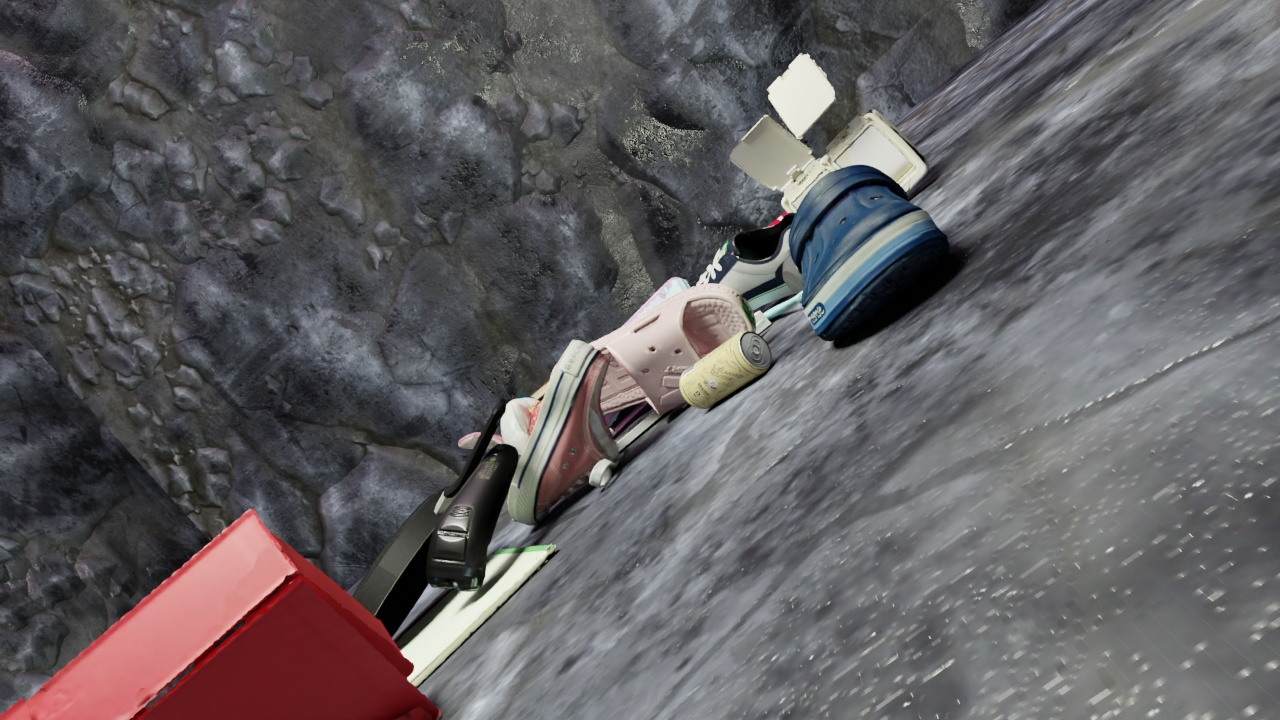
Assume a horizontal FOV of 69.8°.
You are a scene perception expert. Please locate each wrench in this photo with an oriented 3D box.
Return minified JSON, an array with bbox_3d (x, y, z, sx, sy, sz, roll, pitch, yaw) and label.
[{"bbox_3d":[0.029,0.043,0.976,0.274,0.018,0.086,-41,3,14],"label":"wrench"}]

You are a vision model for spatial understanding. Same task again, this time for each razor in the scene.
[{"bbox_3d":[-0.145,0.142,0.830,0.054,0.067,0.151,1,44,19],"label":"razor"}]

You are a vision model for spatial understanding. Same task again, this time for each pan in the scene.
[{"bbox_3d":[-0.217,0.176,0.911,0.357,0.034,0.224,-60,-3,24],"label":"pan"}]

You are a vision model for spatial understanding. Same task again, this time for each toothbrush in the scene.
[{"bbox_3d":[0.143,-0.051,0.927,0.016,0.016,0.181,-43,2,-8],"label":"toothbrush"}]

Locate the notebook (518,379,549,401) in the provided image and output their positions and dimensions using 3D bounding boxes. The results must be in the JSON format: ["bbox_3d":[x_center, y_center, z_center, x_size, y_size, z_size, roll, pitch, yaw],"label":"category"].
[{"bbox_3d":[-0.078,0.047,1.288,0.178,0.014,0.250,0,-20,-29],"label":"notebook"}]

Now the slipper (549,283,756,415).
[{"bbox_3d":[0.007,0.009,0.891,0.240,0.094,0.064,-24,28,31],"label":"slipper"}]

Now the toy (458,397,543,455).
[{"bbox_3d":[-0.141,0.082,1.217,0.158,0.084,0.195,-7,-18,-35],"label":"toy"}]

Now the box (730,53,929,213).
[{"bbox_3d":[0.195,-0.218,0.989,0.144,0.191,0.068,-47,1,27],"label":"box"}]

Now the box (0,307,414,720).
[{"bbox_3d":[-0.328,0.149,0.582,0.213,0.325,0.153,-43,-28,-14],"label":"box"}]

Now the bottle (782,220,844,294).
[{"bbox_3d":[0.188,-0.110,0.906,0.112,0.047,0.047,-42,3,-16],"label":"bottle"}]

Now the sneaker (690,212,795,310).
[{"bbox_3d":[0.098,-0.094,1.007,0.236,0.079,0.084,-25,34,37],"label":"sneaker"}]

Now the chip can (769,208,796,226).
[{"bbox_3d":[0.198,-0.160,1.279,0.220,0.069,0.069,-41,3,4],"label":"chip can"}]

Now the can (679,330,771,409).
[{"bbox_3d":[0.070,0.008,0.761,0.080,0.038,0.038,-37,5,46],"label":"can"}]

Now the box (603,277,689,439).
[{"bbox_3d":[-0.001,0.014,0.990,0.215,0.096,0.077,-45,20,21],"label":"box"}]

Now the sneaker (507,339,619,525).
[{"bbox_3d":[-0.063,0.085,0.892,0.118,0.088,0.242,-62,-3,-48],"label":"sneaker"}]

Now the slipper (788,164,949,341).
[{"bbox_3d":[0.150,-0.087,0.662,0.105,0.095,0.252,-37,1,17],"label":"slipper"}]

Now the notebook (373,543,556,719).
[{"bbox_3d":[-0.170,0.229,0.815,0.181,0.010,0.253,-41,3,-22],"label":"notebook"}]
